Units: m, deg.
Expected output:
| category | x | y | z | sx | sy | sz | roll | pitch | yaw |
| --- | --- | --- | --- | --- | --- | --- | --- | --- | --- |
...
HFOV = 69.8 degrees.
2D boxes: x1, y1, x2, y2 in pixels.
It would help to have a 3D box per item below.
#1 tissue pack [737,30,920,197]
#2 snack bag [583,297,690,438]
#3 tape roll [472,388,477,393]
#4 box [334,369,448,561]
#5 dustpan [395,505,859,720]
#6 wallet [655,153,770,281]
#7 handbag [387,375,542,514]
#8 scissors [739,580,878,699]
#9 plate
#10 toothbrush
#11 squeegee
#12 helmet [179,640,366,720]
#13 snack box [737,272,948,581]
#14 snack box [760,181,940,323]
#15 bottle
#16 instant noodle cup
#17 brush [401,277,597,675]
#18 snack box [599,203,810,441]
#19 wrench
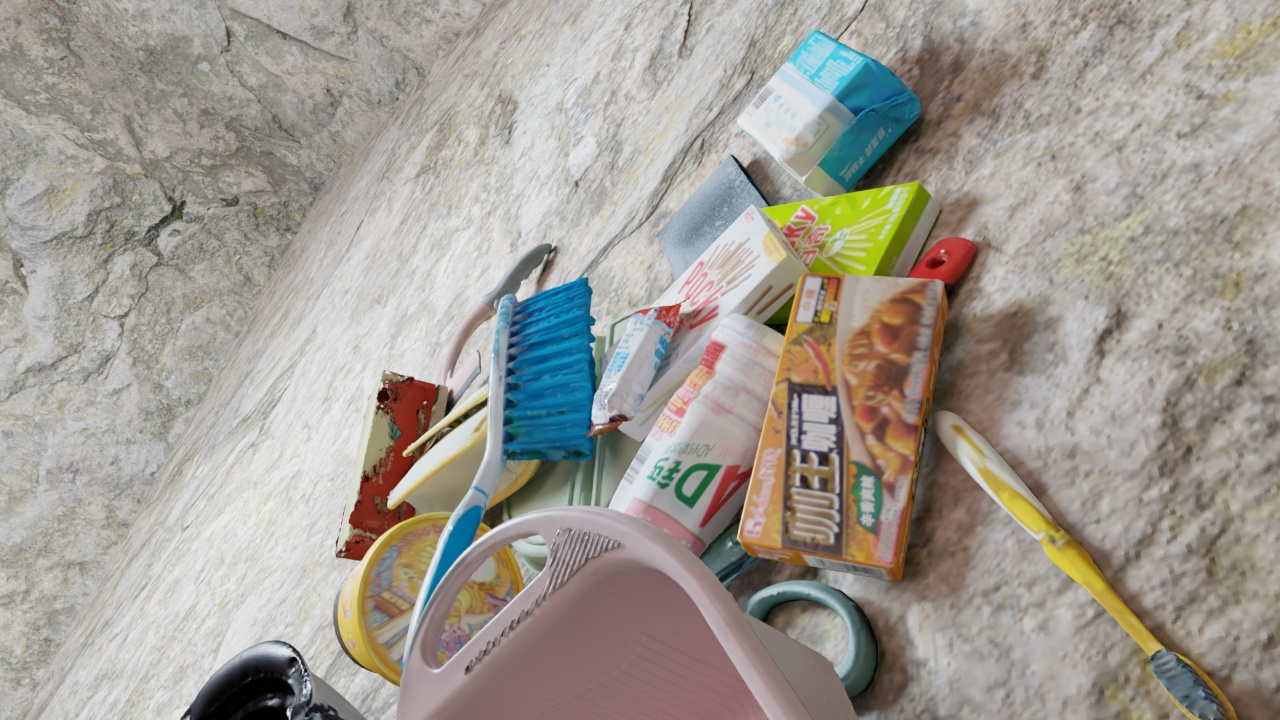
| category | x | y | z | sx | sy | sz | roll | pitch | yaw |
| --- | --- | --- | --- | --- | --- | --- | --- | --- | --- |
| tissue pack | 0.130 | -0.171 | 0.643 | 0.090 | 0.063 | 0.140 | -48 | 26 | 15 |
| snack bag | -0.003 | 0.003 | 0.574 | 0.048 | 0.026 | 0.104 | -15 | 47 | 60 |
| tape roll | -0.137 | 0.055 | 0.842 | 0.086 | 0.014 | 0.085 | -25 | 49 | 32 |
| box | -0.238 | 0.099 | 0.848 | 0.092 | 0.080 | 0.168 | 137 | 142 | -54 |
| dustpan | -0.012 | 0.197 | 0.334 | 0.223 | 0.138 | 0.273 | -47 | 30 | 21 |
| wallet | 0.058 | -0.107 | 0.737 | 0.097 | 0.019 | 0.120 | -46 | 29 | 19 |
| handbag | -0.129 | 0.044 | 0.763 | 0.164 | 0.063 | 0.178 | -34 | 27 | 40 |
| scissors | 0.036 | 0.174 | 0.446 | 0.186 | 0.019 | 0.131 | -28 | 36 | 43 |
| plate | -0.029 | 0.050 | 0.681 | 0.231 | 0.027 | 0.229 | -39 | 30 | 27 |
| toothbrush | 0.161 | 0.069 | 0.363 | 0.016 | 0.018 | 0.191 | -45 | 28 | 13 |
| squeegee | -0.159 | -0.044 | 0.955 | 0.248 | 0.040 | 0.248 | -42 | 17 | 55 |
| helmet | -0.217 | 0.316 | 0.531 | 0.230 | 0.157 | 0.273 | -41 | 25 | 16 |
| snack box | 0.102 | 0.027 | 0.454 | 0.075 | 0.026 | 0.153 | 5 | 63 | 26 |
| snack box | 0.111 | -0.065 | 0.592 | 0.157 | 0.026 | 0.085 | 4 | 61 | 60 |
| bottle | 0.028 | 0.071 | 0.529 | 0.197 | 0.068 | 0.068 | -58 | 27 | 0 |
| instant noodle cup | -0.158 | 0.176 | 0.655 | 0.115 | 0.118 | 0.118 | -30 | 35 | 54 |
| brush | -0.084 | 0.066 | 0.610 | 0.109 | 0.061 | 0.313 | -3 | 49 | 1 |
| snack box | 0.037 | -0.025 | 0.603 | 0.157 | 0.027 | 0.084 | -46 | 28 | 17 |
| wrench | 0.097 | 0.041 | 0.485 | 0.273 | 0.016 | 0.056 | -54 | 26 | -12 |
